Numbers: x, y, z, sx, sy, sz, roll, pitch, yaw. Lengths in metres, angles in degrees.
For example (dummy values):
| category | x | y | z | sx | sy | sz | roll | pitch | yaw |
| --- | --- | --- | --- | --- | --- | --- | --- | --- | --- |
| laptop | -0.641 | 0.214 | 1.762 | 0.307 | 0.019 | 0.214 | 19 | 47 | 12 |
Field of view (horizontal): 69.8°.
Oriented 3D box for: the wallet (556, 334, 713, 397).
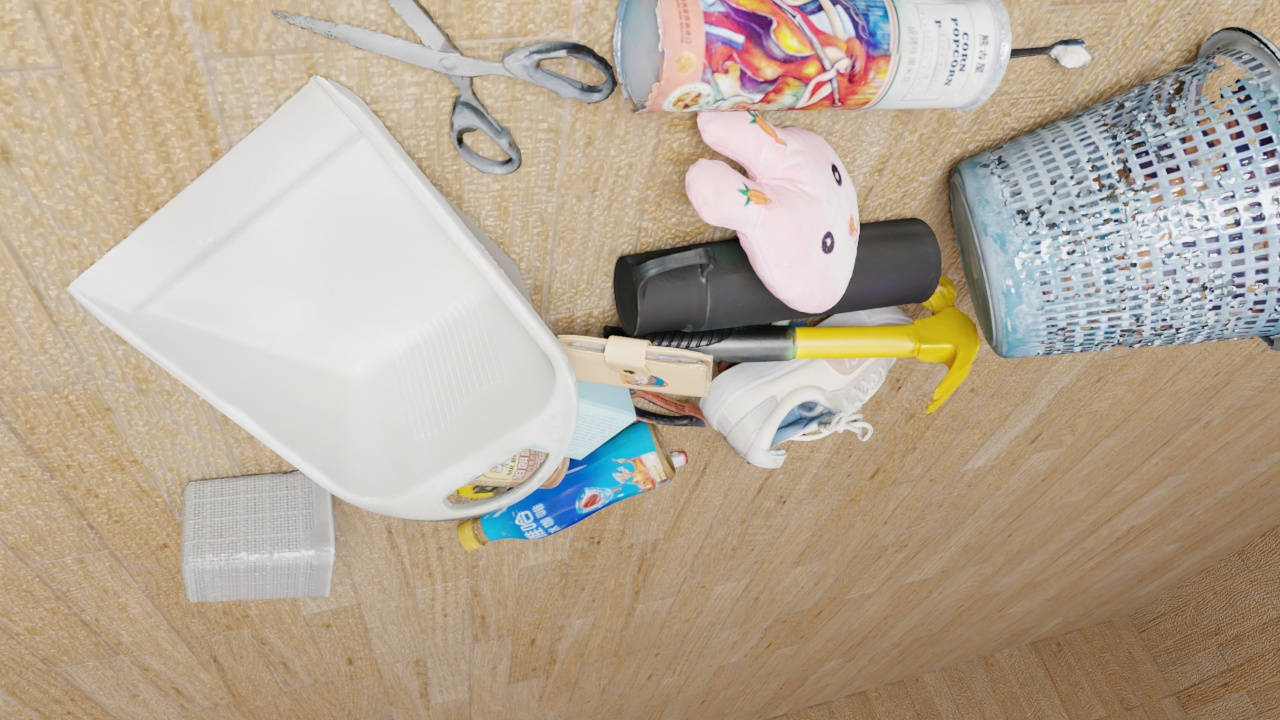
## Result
| category | x | y | z | sx | sy | sz | roll | pitch | yaw |
| --- | --- | --- | --- | --- | --- | --- | --- | --- | --- |
| wallet | -0.004 | 0.004 | 0.684 | 0.115 | 0.024 | 0.087 | 9 | 161 | 7 |

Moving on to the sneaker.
| category | x | y | z | sx | sy | sz | roll | pitch | yaw |
| --- | --- | --- | --- | --- | --- | --- | --- | --- | --- |
| sneaker | 0.169 | 0.022 | 0.791 | 0.241 | 0.090 | 0.090 | -22 | 149 | -31 |

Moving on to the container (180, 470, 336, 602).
| category | x | y | z | sx | sy | sz | roll | pitch | yaw |
| --- | --- | --- | --- | --- | --- | --- | --- | --- | --- |
| container | -0.321 | 0.149 | 0.772 | 0.114 | 0.090 | 0.090 | 0 | 143 | -23 |

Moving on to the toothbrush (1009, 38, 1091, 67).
| category | x | y | z | sx | sy | sz | roll | pitch | yaw |
| --- | --- | --- | --- | --- | --- | --- | --- | --- | --- |
| toothbrush | 0.215 | -0.195 | 0.596 | 0.181 | 0.018 | 0.016 | -8 | 152 | -15 |

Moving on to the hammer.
| category | x | y | z | sx | sy | sz | roll | pitch | yaw |
| --- | --- | --- | --- | --- | --- | --- | --- | --- | --- |
| hammer | 0.120 | -0.014 | 0.734 | 0.301 | 0.128 | 0.033 | -1 | 137 | -1 |

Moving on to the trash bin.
| category | x | y | z | sx | sy | sz | roll | pitch | yaw |
| --- | --- | --- | --- | --- | --- | --- | --- | --- | --- |
| trash bin | 0.335 | -0.095 | 0.655 | 0.195 | 0.226 | 0.226 | -13 | 151 | 14 |

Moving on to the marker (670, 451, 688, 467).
| category | x | y | z | sx | sy | sz | roll | pitch | yaw |
| --- | --- | --- | --- | --- | --- | --- | --- | --- | --- |
| marker | -0.021 | 0.115 | 0.948 | 0.145 | 0.017 | 0.017 | -10 | 148 | -14 |

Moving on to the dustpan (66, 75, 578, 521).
| category | x | y | z | sx | sy | sz | roll | pitch | yaw |
| --- | --- | --- | --- | --- | --- | --- | --- | --- | --- |
| dustpan | -0.167 | 0.001 | 0.575 | 0.223 | 0.142 | 0.257 | -31 | 148 | 19 |

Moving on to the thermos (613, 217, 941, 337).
| category | x | y | z | sx | sy | sz | roll | pitch | yaw |
| --- | --- | --- | --- | --- | --- | --- | --- | --- | --- |
| thermos | 0.107 | -0.064 | 0.680 | 0.242 | 0.068 | 0.090 | -9 | 168 | -17 |

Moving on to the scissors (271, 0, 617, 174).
| category | x | y | z | sx | sy | sz | roll | pitch | yaw |
| --- | --- | --- | --- | --- | --- | --- | --- | --- | --- |
| scissors | -0.094 | -0.154 | 0.479 | 0.159 | 0.014 | 0.181 | -9 | 153 | 1 |

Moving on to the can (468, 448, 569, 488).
| category | x | y | z | sx | sy | sz | roll | pitch | yaw |
| --- | --- | --- | --- | --- | --- | --- | --- | --- | --- |
| can | -0.122 | 0.080 | 0.798 | 0.116 | 0.058 | 0.059 | 9 | 139 | -39 |

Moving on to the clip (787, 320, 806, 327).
| category | x | y | z | sx | sy | sz | roll | pitch | yaw |
| --- | --- | --- | --- | --- | --- | --- | --- | --- | --- |
| clip | 0.134 | -0.012 | 0.833 | 0.026 | 0.043 | 0.058 | -14 | 157 | -21 |

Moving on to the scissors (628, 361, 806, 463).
| category | x | y | z | sx | sy | sz | roll | pitch | yaw |
| --- | --- | --- | --- | --- | --- | --- | --- | --- | --- |
| scissors | 0.072 | 0.046 | 0.861 | 0.189 | 0.015 | 0.227 | -6 | 143 | -4 |

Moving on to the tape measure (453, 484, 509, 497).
| category | x | y | z | sx | sy | sz | roll | pitch | yaw |
| --- | --- | --- | --- | --- | --- | --- | --- | --- | --- |
| tape measure | -0.145 | 0.110 | 0.861 | 0.057 | 0.029 | 0.060 | 16 | 135 | -45 |

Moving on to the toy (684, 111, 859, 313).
| category | x | y | z | sx | sy | sz | roll | pitch | yaw |
| --- | --- | --- | --- | --- | --- | --- | --- | --- | --- |
| toy | 0.090 | -0.100 | 0.590 | 0.159 | 0.121 | 0.054 | 25 | 156 | -39 |

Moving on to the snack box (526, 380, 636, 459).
| category | x | y | z | sx | sy | sz | roll | pitch | yaw |
| --- | --- | --- | --- | --- | --- | --- | --- | --- | --- |
| snack box | -0.089 | 0.030 | 0.745 | 0.074 | 0.051 | 0.174 | -36 | 144 | 30 |

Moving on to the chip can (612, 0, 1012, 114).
| category | x | y | z | sx | sy | sz | roll | pitch | yaw |
| --- | --- | --- | --- | --- | --- | --- | --- | --- | --- |
| chip can | 0.095 | -0.174 | 0.510 | 0.214 | 0.071 | 0.071 | -6 | 146 | -19 |

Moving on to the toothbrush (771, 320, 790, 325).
| category | x | y | z | sx | sy | sz | roll | pitch | yaw |
| --- | --- | --- | --- | --- | --- | --- | --- | --- | --- |
| toothbrush | 0.113 | -0.013 | 0.821 | 0.029 | 0.020 | 0.190 | 20 | 140 | -1 |

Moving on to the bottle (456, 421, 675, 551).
| category | x | y | z | sx | sy | sz | roll | pitch | yaw |
| --- | --- | --- | --- | --- | --- | --- | --- | --- | --- |
| bottle | -0.076 | 0.128 | 0.889 | 0.219 | 0.065 | 0.065 | -24 | 149 | 7 |
